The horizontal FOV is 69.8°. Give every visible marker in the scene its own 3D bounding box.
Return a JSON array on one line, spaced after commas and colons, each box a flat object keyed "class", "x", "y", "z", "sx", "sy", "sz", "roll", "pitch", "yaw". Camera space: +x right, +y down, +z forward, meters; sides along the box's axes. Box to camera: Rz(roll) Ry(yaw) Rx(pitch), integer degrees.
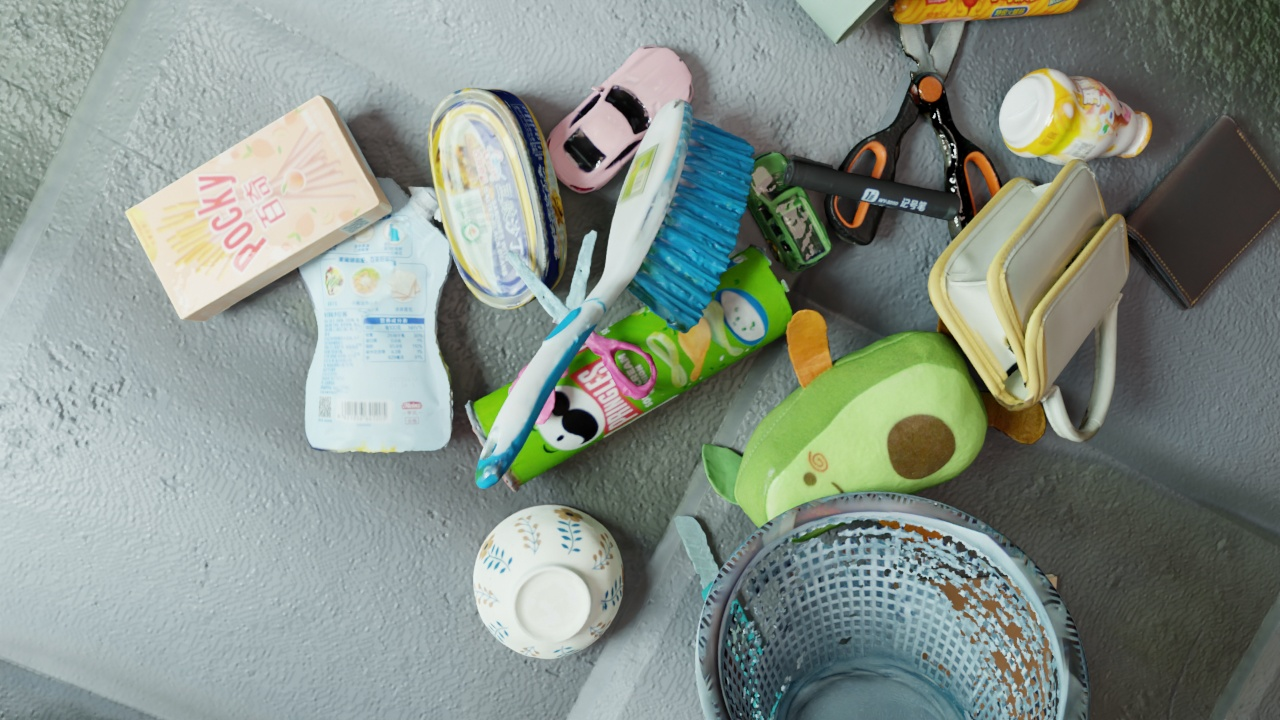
[{"class": "marker", "x": 0.166, "y": -0.122, "z": 0.656, "sx": 0.132, "sy": 0.020, "sz": 0.022, "roll": 10, "pitch": 63, "yaw": -12}]

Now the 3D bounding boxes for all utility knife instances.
[{"class": "utility knife", "x": 0.073, "y": 0.211, "z": 0.712, "sx": 0.029, "sy": 0.013, "sz": 0.209, "roll": -25, "pitch": 99, "yaw": -4}]

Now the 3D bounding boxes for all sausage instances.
[{"class": "sausage", "x": 0.254, "y": -0.259, "z": 0.667, "sx": 0.165, "sy": 0.021, "sz": 0.021, "roll": -9, "pitch": 98, "yaw": -14}]

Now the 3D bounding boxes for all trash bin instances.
[{"class": "trash bin", "x": 0.159, "y": 0.234, "z": 0.617, "sx": 0.226, "sy": 0.226, "sz": 0.195, "roll": -19, "pitch": 139, "yaw": -5}]

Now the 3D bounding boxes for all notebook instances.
[{"class": "notebook", "x": 0.263, "y": 0.277, "z": 0.746, "sx": 0.147, "sy": 0.008, "sz": 0.208, "roll": 0, "pitch": 96, "yaw": -7}]

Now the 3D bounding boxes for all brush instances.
[{"class": "brush", "x": -0.007, "y": -0.044, "z": 0.567, "sx": 0.109, "sy": 0.061, "sz": 0.313, "roll": 35, "pitch": 58, "yaw": -32}]

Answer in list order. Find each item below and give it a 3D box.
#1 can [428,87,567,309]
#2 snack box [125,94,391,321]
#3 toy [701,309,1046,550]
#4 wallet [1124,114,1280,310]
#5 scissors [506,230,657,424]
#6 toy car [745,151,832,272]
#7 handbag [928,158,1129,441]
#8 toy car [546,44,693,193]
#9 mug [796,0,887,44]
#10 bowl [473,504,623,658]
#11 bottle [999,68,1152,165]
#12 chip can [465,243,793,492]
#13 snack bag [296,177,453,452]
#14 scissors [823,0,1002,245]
[{"class": "can", "x": -0.096, "y": -0.110, "z": 0.624, "sx": 0.075, "sy": 0.049, "sz": 0.148, "roll": -9, "pitch": 103, "yaw": 12}, {"class": "snack box", "x": -0.254, "y": -0.099, "z": 0.612, "sx": 0.157, "sy": 0.026, "sz": 0.084, "roll": -29, "pitch": 87, "yaw": 4}, {"class": "toy", "x": 0.172, "y": 0.050, "z": 0.666, "sx": 0.246, "sy": 0.090, "sz": 0.227, "roll": -33, "pitch": 106, "yaw": -1}, {"class": "wallet", "x": 0.442, "y": -0.114, "z": 0.718, "sx": 0.096, "sy": 0.020, "sz": 0.122, "roll": 44, "pitch": 89, "yaw": -15}, {"class": "scissors", "x": -0.039, "y": -0.018, "z": 0.601, "sx": 0.128, "sy": 0.017, "sz": 0.133, "roll": 15, "pitch": 90, "yaw": -3}, {"class": "toy car", "x": 0.106, "y": -0.109, "z": 0.669, "sx": 0.043, "sy": 0.036, "sz": 0.091, "roll": -32, "pitch": 96, "yaw": -1}, {"class": "handbag", "x": 0.303, "y": -0.035, "z": 0.658, "sx": 0.163, "sy": 0.063, "sz": 0.179, "roll": -43, "pitch": 106, "yaw": -28}, {"class": "toy car", "x": -0.014, "y": -0.171, "z": 0.646, "sx": 0.122, "sy": 0.037, "sz": 0.056, "roll": -44, "pitch": 101, "yaw": -1}, {"class": "mug", "x": 0.139, "y": -0.293, "z": 0.627, "sx": 0.111, "sy": 0.082, "sz": 0.106, "roll": -42, "pitch": 90, "yaw": -23}, {"class": "bowl", "x": -0.065, "y": 0.167, "z": 0.667, "sx": 0.113, "sy": 0.062, "sz": 0.113, "roll": -1, "pitch": 97, "yaw": -9}, {"class": "bottle", "x": 0.321, "y": -0.175, "z": 0.674, "sx": 0.108, "sy": 0.063, "sz": 0.063, "roll": 6, "pitch": 96, "yaw": -19}, {"class": "chip can", "x": -0.004, "y": 0.004, "z": 0.650, "sx": 0.236, "sy": 0.072, "sz": 0.072, "roll": -29, "pitch": 99, "yaw": -4}, {"class": "snack bag", "x": -0.185, "y": -0.032, "z": 0.637, "sx": 0.110, "sy": 0.038, "sz": 0.191, "roll": 0, "pitch": 93, "yaw": 10}, {"class": "scissors", "x": 0.214, "y": -0.176, "z": 0.684, "sx": 0.222, "sy": 0.022, "sz": 0.220, "roll": 42, "pitch": 85, "yaw": -12}]
